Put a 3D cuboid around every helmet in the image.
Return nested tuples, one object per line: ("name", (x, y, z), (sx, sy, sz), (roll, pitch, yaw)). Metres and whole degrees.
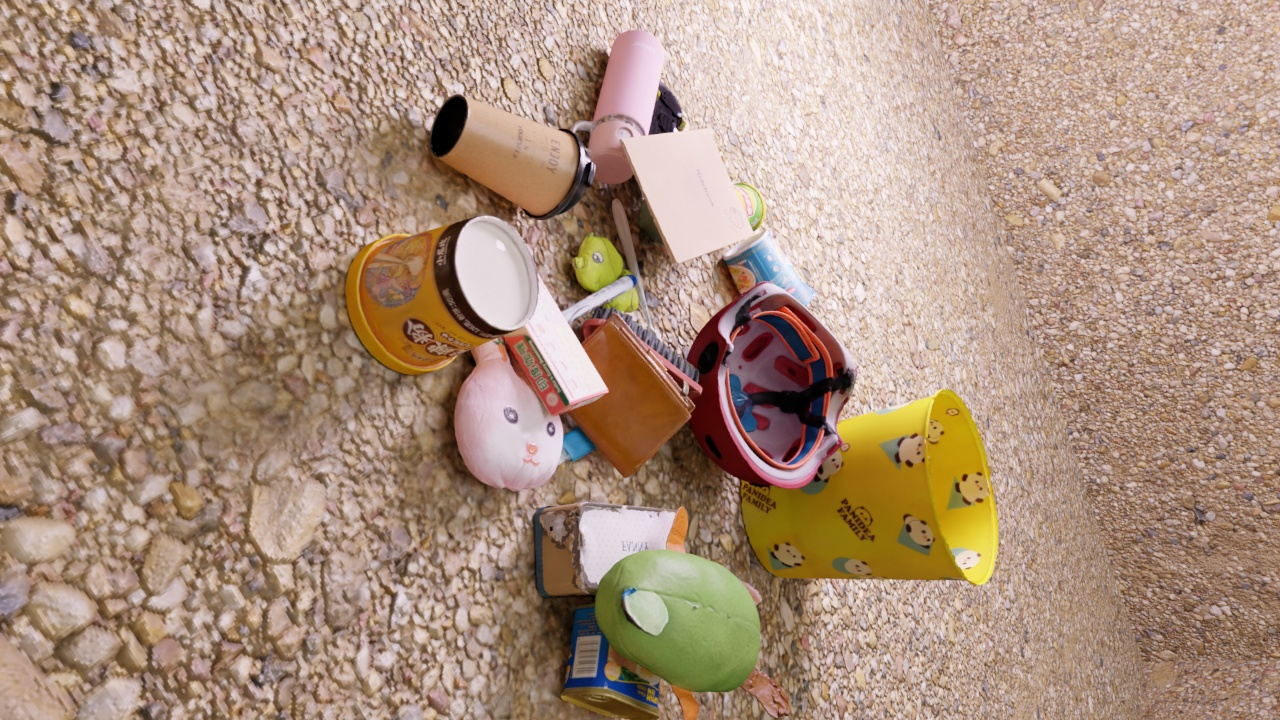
("helmet", (0.131, 0.044, 1.083), (0.207, 0.144, 0.239), (37, 58, -23))

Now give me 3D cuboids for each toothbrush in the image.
("toothbrush", (-0.004, -0.099, 1.056), (0.016, 0.016, 0.180), (-22, 97, -63))

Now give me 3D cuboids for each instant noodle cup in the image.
("instant noodle cup", (0.169, -0.113, 1.244), (0.110, 0.099, 0.099), (57, 38, -11))
("instant noodle cup", (-0.154, -0.056, 0.740), (0.118, 0.115, 0.118), (25, 59, -49))

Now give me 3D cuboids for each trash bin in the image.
("trash bin", (0.280, 0.170, 1.146), (0.229, 0.256, 0.229), (24, 60, -49))

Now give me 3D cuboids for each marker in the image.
("marker", (-0.054, -0.056, 0.938), (0.145, 0.017, 0.017), (-33, 106, -40))

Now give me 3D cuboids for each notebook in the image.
("notebook", (0.059, -0.195, 1.061), (0.207, 0.008, 0.148), (-27, 95, -55))

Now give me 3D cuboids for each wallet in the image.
("wallet", (-0.014, 0.030, 0.910), (0.118, 0.035, 0.130), (-44, 104, -18))

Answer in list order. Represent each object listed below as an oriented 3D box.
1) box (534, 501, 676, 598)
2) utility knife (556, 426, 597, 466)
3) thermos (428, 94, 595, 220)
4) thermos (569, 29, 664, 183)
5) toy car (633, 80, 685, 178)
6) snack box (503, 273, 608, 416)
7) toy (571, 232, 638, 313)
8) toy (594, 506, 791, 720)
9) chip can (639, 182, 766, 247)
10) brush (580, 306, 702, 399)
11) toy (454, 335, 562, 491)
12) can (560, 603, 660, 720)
("box", (-0.022, 0.184, 0.890), (0.184, 0.061, 0.089), (21, 62, -52))
("utility knife", (-0.059, 0.079, 0.910), (0.217, 0.018, 0.034), (-27, 88, -55))
("thermos", (-0.121, -0.193, 0.864), (0.143, 0.093, 0.093), (18, 63, -43))
("thermos", (-0.027, -0.296, 1.059), (0.087, 0.067, 0.198), (21, 58, -13))
("toy car", (0.020, -0.276, 1.128), (0.070, 0.042, 0.157), (42, 48, -39))
("snack box", (-0.093, -0.026, 0.842), (0.155, 0.027, 0.076), (59, 24, 7))
("toy", (-0.037, -0.091, 0.992), (0.096, 0.031, 0.100), (-36, 112, -53))
("toy", (0.048, 0.242, 0.847), (0.246, 0.090, 0.226), (33, 41, -41))
("chip can", (0.081, -0.186, 1.157), (0.220, 0.073, 0.072), (-18, 93, -55))
("brush", (-0.006, 0.006, 0.962), (0.146, 0.063, 0.069), (39, 47, -25))
("toy", (-0.118, 0.038, 0.816), (0.121, 0.054, 0.159), (23, 52, -50))
("can", (-0.023, 0.281, 0.855), (0.102, 0.057, 0.083), (40, 45, -41))
